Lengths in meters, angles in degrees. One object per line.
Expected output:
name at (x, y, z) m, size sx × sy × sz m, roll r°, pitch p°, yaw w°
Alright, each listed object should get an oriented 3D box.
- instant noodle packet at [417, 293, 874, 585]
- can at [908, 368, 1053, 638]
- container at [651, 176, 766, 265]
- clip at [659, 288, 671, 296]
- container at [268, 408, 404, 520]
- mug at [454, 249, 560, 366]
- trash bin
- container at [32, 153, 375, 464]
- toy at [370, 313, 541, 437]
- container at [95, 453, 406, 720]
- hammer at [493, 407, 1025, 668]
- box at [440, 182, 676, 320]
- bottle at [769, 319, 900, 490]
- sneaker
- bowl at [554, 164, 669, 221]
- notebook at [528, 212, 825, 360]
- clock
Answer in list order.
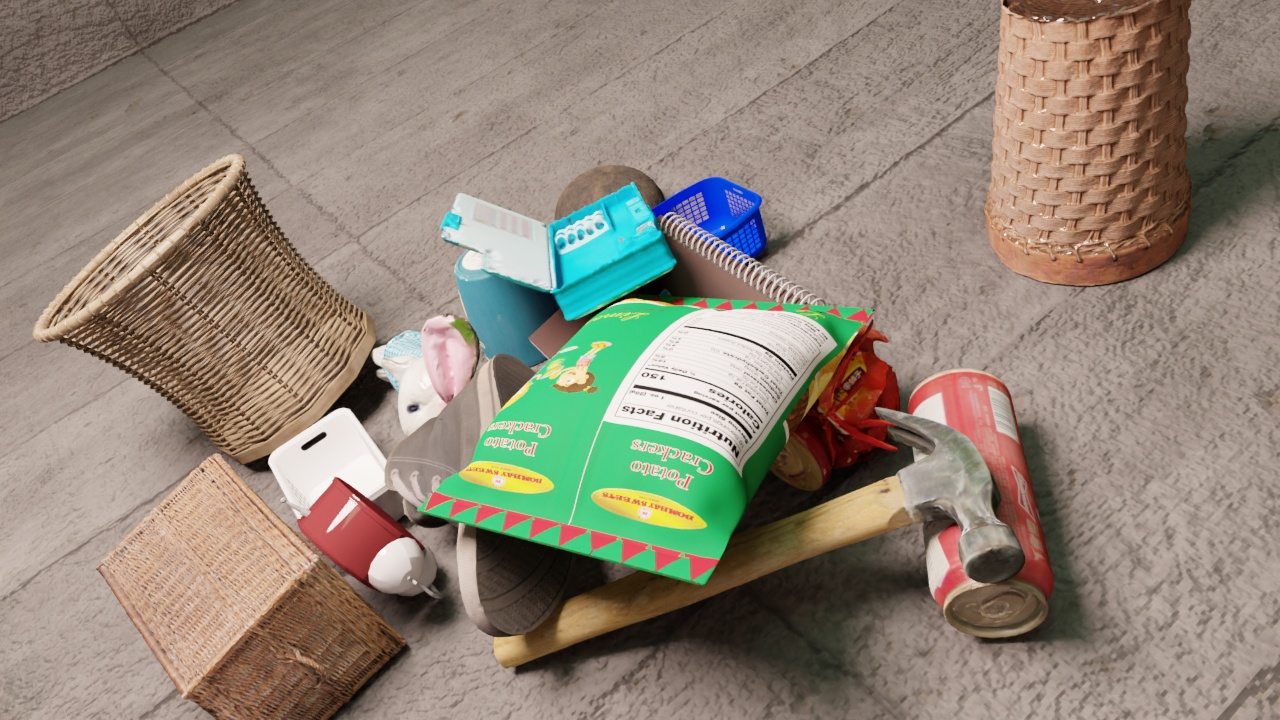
instant noodle packet at (0.011, 0.028, 0.576) m, size 0.196 × 0.090 × 0.251 m, roll 6°, pitch 38°, yaw 33°
can at (0.206, 0.081, 0.566) m, size 0.067 × 0.067 × 0.169 m, roll -8°, pitch 41°, yaw 17°
container at (0.057, -0.113, 0.863) m, size 0.114 × 0.058 × 0.096 m, roll -35°, pitch 41°, yaw -15°
clip at (-0.014, -0.005, 0.709) m, size 0.126 × 0.028 × 0.113 m, roll -47°, pitch 41°, yaw -7°
container at (-0.249, 0.104, 0.767) m, size 0.080 × 0.049 × 0.129 m, roll -36°, pitch 41°, yaw -16°
mug at (-0.124, -0.066, 0.858) m, size 0.084 × 0.104 × 0.112 m, roll -15°, pitch 40°, yaw 8°
trash bin at (0.335, -0.183, 0.693) m, size 0.151 × 0.210 × 0.151 m, roll -14°, pitch 40°, yaw 12°
container at (-0.382, -0.039, 0.842) m, size 0.227 × 0.196 × 0.226 m, roll -26°, pitch 34°, yaw 19°
toy at (-0.188, 0.023, 0.803) m, size 0.206 × 0.131 × 0.105 m, roll 6°, pitch 67°, yaw 47°
container at (-0.280, 0.171, 0.655) m, size 0.199 × 0.114 × 0.112 m, roll 23°, pitch 60°, yaw 42°
hammer at (0.052, 0.124, 0.565) m, size 0.331 × 0.033 × 0.132 m, roll -24°, pitch 34°, yaw 18°
box at (-0.070, -0.095, 0.753) m, size 0.180 × 0.074 × 0.227 m, roll -5°, pitch 21°, yaw -4°
bottle at (0.135, 0.028, 0.637) m, size 0.111 × 0.099 × 0.099 m, roll -42°, pitch 43°, yaw -23°
sneaker at (-0.121, 0.107, 0.651) m, size 0.120 × 0.095 × 0.234 m, roll -38°, pitch 40°, yaw 20°
bowl at (-0.034, -0.165, 0.949) m, size 0.121 × 0.056 × 0.121 m, roll -7°, pitch 46°, yaw 7°
notebook at (0.021, -0.028, 0.737) m, size 0.171 × 0.022 × 0.209 m, roll -44°, pitch 43°, yaw -6°
clock at (-0.193, 0.132, 0.660) m, size 0.124 × 0.087 × 0.044 m, roll 37°, pitch 76°, yaw 9°
